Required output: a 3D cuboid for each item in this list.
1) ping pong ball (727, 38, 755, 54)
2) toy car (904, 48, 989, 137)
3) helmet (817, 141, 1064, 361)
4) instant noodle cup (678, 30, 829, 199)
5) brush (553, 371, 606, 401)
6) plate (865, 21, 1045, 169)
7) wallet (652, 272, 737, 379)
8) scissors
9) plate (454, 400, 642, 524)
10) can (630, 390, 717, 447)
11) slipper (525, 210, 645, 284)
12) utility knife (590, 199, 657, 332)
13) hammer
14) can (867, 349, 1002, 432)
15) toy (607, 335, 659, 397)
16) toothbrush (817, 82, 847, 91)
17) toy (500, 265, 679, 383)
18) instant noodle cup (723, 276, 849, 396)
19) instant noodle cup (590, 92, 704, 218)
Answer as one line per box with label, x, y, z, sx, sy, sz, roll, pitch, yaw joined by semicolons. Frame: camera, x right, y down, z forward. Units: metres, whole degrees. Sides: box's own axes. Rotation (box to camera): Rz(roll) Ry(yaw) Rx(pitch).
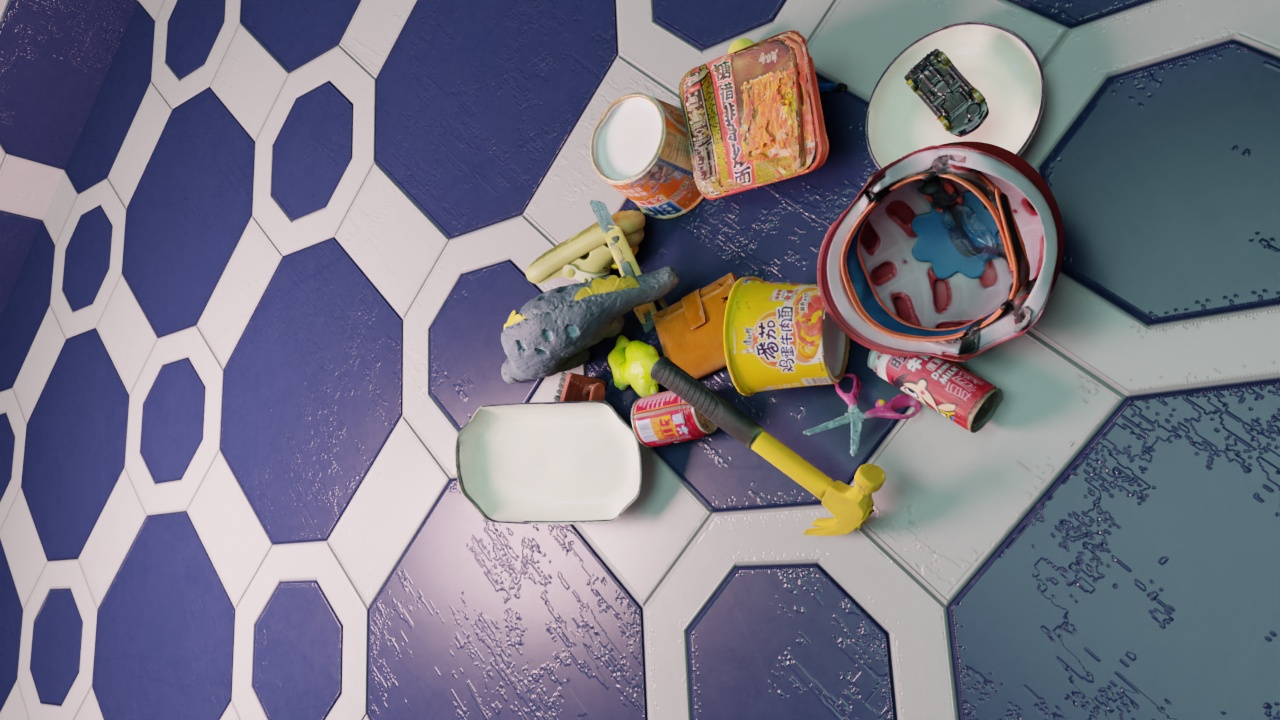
ping pong ball;0.132;-0.392;1.177;0.040;0.040;0.040;-7;78;36
toy car;0.325;-0.280;0.969;0.049;0.031;0.106;-42;58;24
helmet;0.311;-0.115;0.929;0.241;0.143;0.207;-25;96;45
instant noodle cup;0.145;-0.292;1.106;0.189;0.078;0.164;-7;95;42
brush;-0.091;0.092;1.246;0.069;0.063;0.146;24;98;50
plate;0.343;-0.269;1.000;0.193;0.039;0.192;-7;77;36
wallet;0.081;-0.042;1.163;0.131;0.035;0.119;-28;73;31
scissors;0.234;0.054;0.999;0.133;0.017;0.130;-17;41;-11
plate;-0.120;0.133;1.211;0.266;0.034;0.162;-4;93;19
can;0.044;0.069;1.146;0.094;0.066;0.066;-15;73;34
slipper;-0.067;-0.142;1.268;0.191;0.091;0.081;-24;108;22
utility knife;-0.019;-0.125;1.205;0.031;0.020;0.190;-22;100;10
hammer;0.131;0.089;1.037;0.301;0.032;0.129;37;137;23
can;0.307;0.020;0.967;0.133;0.053;0.053;36;104;35
toy;-0.007;0.007;1.210;0.100;0.031;0.096;-28;71;47
toothbrush;0.172;-0.343;1.155;0.190;0.016;0.014;12;97;36
toy;-0.107;-0.039;1.221;0.358;0.137;0.091;-31;68;41
instant noodle cup;0.169;-0.029;1.035;0.110;0.138;0.138;-1;81;28
instant noodle cup;0.013;-0.273;1.200;0.152;0.111;0.151;-8;77;36
